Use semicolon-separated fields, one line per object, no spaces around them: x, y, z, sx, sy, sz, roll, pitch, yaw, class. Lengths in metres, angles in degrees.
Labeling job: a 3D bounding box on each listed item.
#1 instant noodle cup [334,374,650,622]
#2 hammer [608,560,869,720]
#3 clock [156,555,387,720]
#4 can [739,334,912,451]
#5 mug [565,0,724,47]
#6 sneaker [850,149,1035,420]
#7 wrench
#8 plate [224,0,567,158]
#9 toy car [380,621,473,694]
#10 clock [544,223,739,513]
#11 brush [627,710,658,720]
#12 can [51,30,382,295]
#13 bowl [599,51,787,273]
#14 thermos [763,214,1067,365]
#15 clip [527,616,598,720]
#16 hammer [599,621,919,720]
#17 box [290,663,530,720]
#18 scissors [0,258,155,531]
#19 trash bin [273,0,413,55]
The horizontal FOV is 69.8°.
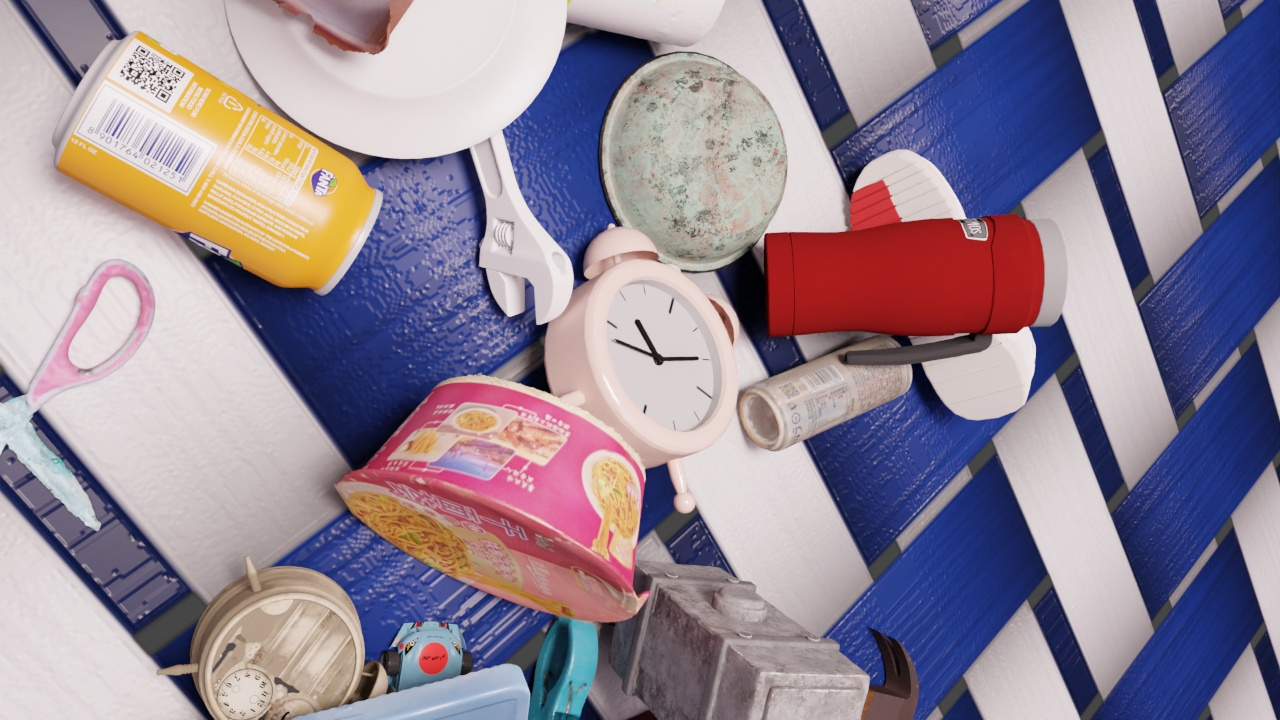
-0.073;0.077;0.528;0.178;0.179;0.077;39;58;-27;instant noodle cup
0.026;0.299;0.568;0.079;0.177;0.326;11;94;-26;hammer
-0.187;0.178;0.519;0.141;0.055;0.092;41;73;-20;clock
0.143;0.024;0.707;0.135;0.054;0.054;-20;103;-28;can
-0.008;-0.251;0.584;0.106;0.083;0.082;1;93;-32;mug
0.259;-0.074;0.761;0.236;0.091;0.104;57;44;-12;sneaker
-0.099;-0.153;0.553;0.018;0.066;0.273;-24;101;-45;wrench
-0.135;-0.209;0.512;0.188;0.016;0.188;0;91;-10;plate
-0.136;0.220;0.572;0.060;0.027;0.107;11;88;-31;toy car
-0.004;0.003;0.607;0.131;0.086;0.160;36;58;-27;clock
0.000;0.303;0.649;0.173;0.042;0.082;-14;100;-29;brush
-0.214;-0.097;0.474;0.142;0.079;0.079;31;78;-28;can
0.049;-0.142;0.649;0.157;0.039;0.157;-2;94;-30;bowl
0.191;-0.048;0.663;0.199;0.083;0.108;-2;114;6;thermos
-0.063;0.231;0.611;0.027;0.104;0.120;26;74;-33;clip
0.101;0.236;0.712;0.322;0.033;0.115;29;80;-28;hammer
-0.164;0.238;0.515;0.208;0.021;0.126;-6;126;-23;box
-0.327;0.010;0.455;0.173;0.014;0.170;32;81;-30;scissors
-0.180;-0.291;0.397;0.259;0.182;0.157;33;74;-10;trash bin
